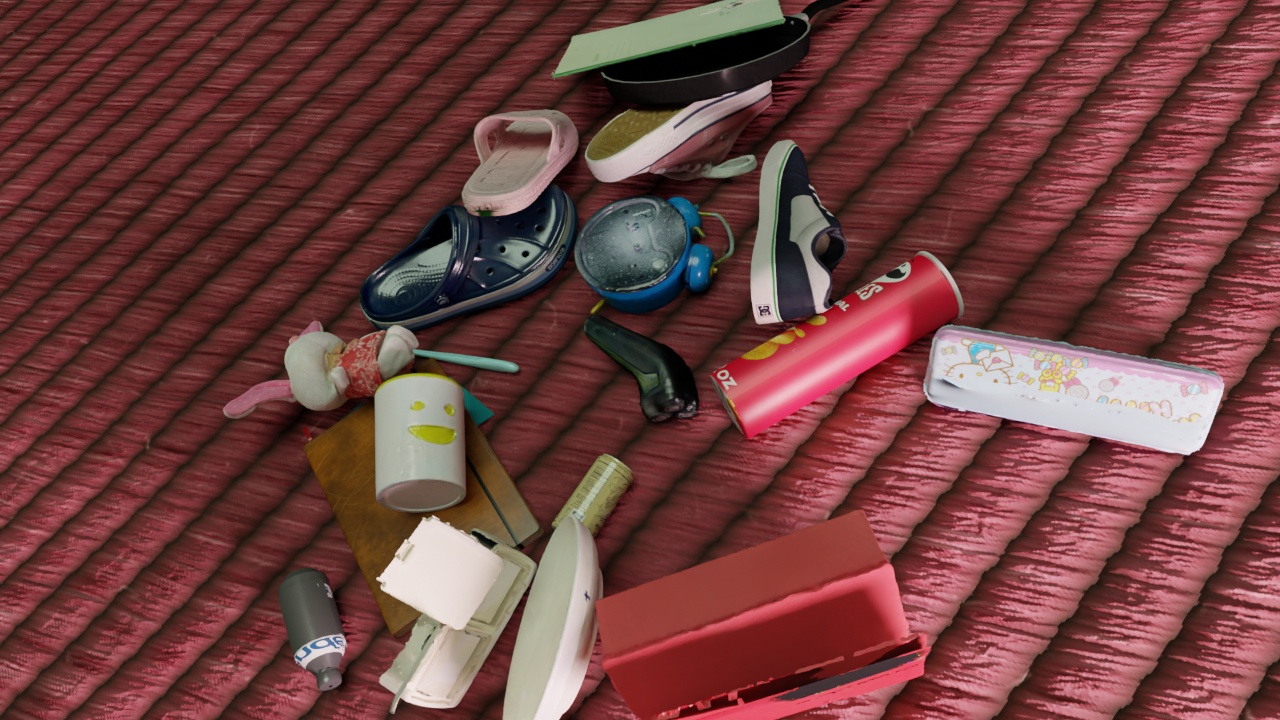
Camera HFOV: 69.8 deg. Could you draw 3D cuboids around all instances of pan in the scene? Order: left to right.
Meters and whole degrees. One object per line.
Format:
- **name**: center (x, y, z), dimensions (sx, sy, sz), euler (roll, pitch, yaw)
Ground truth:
- **pan**: center (0.127, -0.352, 1.006), dimensions (0.355, 0.034, 0.225), euler (-25, 32, -17)

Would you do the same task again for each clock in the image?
- **clock**: center (0.014, -0.108, 0.923), dimensions (0.161, 0.060, 0.116), euler (-15, 58, 5)

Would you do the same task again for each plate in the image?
- **plate**: center (-0.064, 0.213, 0.717), dimensions (0.034, 0.183, 0.182), euler (18, 64, -12)

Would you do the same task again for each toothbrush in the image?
- **toothbrush**: center (-0.205, -0.006, 0.952), dimensions (0.181, 0.016, 0.016), euler (10, 56, 21)

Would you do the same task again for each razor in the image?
- **razor**: center (-0.005, 0.005, 0.875), dimensions (0.151, 0.054, 0.067), euler (35, 93, 35)

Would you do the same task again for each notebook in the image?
- **notebook**: center (-0.213, 0.113, 0.889), dimensions (0.178, 0.014, 0.249), euler (-36, 59, -5)
- **notebook**: center (0.033, -0.372, 1.040), dimensions (0.253, 0.010, 0.181), euler (-10, 31, 10)

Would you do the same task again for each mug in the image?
- **mug**: center (-0.203, 0.077, 0.848), dimensions (0.082, 0.082, 0.106), euler (-13, 61, 8)

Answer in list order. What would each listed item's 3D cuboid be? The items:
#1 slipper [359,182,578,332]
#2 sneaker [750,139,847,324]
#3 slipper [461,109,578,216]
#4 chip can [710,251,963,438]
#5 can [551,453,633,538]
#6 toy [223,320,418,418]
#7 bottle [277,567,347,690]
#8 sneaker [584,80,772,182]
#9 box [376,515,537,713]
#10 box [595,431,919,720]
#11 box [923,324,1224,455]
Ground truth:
- **slipper**: center (-0.184, -0.109, 0.959), dimensions (0.253, 0.095, 0.105), euler (-27, 56, 4)
- **sneaker**: center (0.154, -0.126, 0.862), dimensions (0.079, 0.084, 0.234), euler (-3, 46, 16)
- **slipper**: center (-0.127, -0.229, 0.975), dimensions (0.094, 0.064, 0.238), euler (0, 35, 11)
- **chip can**: center (0.173, -0.013, 0.819), dimensions (0.220, 0.069, 0.069), euler (-30, 58, -2)
- **can**: center (-0.042, 0.125, 0.820), dimensions (0.038, 0.038, 0.079), euler (27, 72, 26)
- **toy**: center (-0.308, 0.007, 0.922), dimensions (0.195, 0.084, 0.158), euler (-7, 32, 25)
- **bottle**: center (-0.291, 0.240, 0.822), dimensions (0.047, 0.047, 0.112), euler (-30, 59, -2)
- **sneaker**: center (0.048, -0.230, 0.965), dimensions (0.240, 0.088, 0.118), euler (-32, 34, -25)
- **box**: center (-0.144, 0.206, 0.714), dimensions (0.069, 0.191, 0.143), euler (24, 77, 25)
- **box**: center (0.078, 0.151, 0.766), dimensions (0.214, 0.153, 0.324), euler (-20, 25, 6)
- **box**: center (0.347, 0.022, 0.756), dimensions (0.214, 0.096, 0.077), euler (11, 93, 21)
